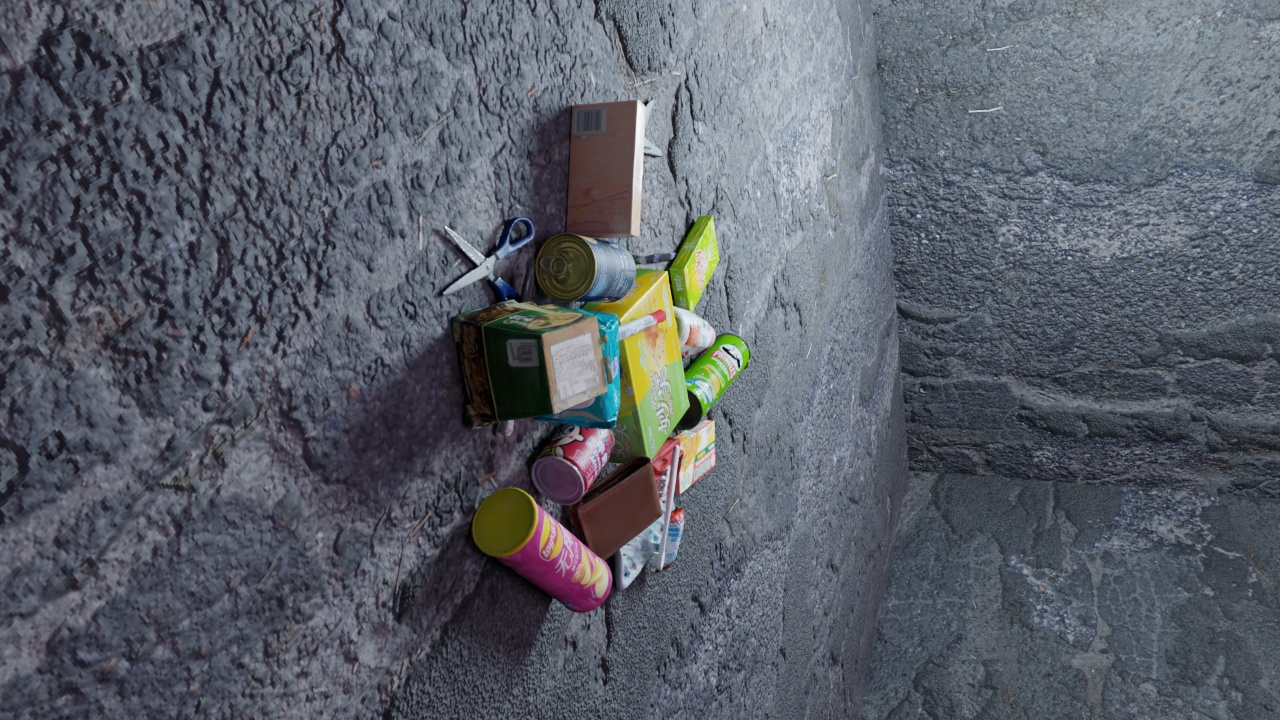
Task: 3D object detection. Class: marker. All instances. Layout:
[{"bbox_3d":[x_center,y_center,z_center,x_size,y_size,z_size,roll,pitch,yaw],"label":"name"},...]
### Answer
[{"bbox_3d":[-0.007,-0.040,1.073,0.145,0.017,0.017,-26,115,-60],"label":"marker"}]

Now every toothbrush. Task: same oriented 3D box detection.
[{"bbox_3d":[0.026,-0.146,1.309,0.188,0.017,0.014,-20,114,-66],"label":"toothbrush"},{"bbox_3d":[0.035,0.204,1.270,0.016,0.016,0.180,-20,120,-71],"label":"toothbrush"},{"bbox_3d":[-0.128,-0.010,0.958,0.015,0.018,0.181,18,79,-58],"label":"toothbrush"}]

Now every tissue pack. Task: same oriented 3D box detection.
[{"bbox_3d":[-0.072,0.010,1.001,0.050,0.093,0.133,-55,146,-67],"label":"tissue pack"}]

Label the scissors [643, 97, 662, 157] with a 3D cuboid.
[{"bbox_3d":[-0.016,-0.285,1.207,0.189,0.015,0.225,56,42,-52],"label":"scissors"}]

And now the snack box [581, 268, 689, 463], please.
[{"bbox_3d":[-0.007,0.007,1.179,0.157,0.070,0.210,-50,135,-53],"label":"snack box"}]

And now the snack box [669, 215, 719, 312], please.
[{"bbox_3d":[0.085,-0.149,1.418,0.156,0.026,0.086,-61,149,-45],"label":"snack box"}]

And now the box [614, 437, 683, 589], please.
[{"bbox_3d":[0.007,0.207,1.273,0.200,0.039,0.158,-34,135,-61],"label":"box"}]

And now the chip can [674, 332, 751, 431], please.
[{"bbox_3d":[0.104,0.029,1.425,0.235,0.072,0.072,-42,129,-57],"label":"chip can"}]

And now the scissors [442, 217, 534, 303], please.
[{"bbox_3d":[-0.148,-0.093,0.932,0.162,0.012,0.174,-65,147,-37],"label":"scissors"}]

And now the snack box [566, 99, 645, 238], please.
[{"bbox_3d":[-0.041,-0.222,1.072,0.026,0.085,0.157,5,88,-69],"label":"snack box"}]

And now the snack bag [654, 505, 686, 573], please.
[{"bbox_3d":[0.043,0.254,1.307,0.048,0.026,0.104,-2,106,-61],"label":"snack bag"}]

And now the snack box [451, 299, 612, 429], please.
[{"bbox_3d":[-0.101,0.002,0.895,0.117,0.106,0.118,-22,108,-47],"label":"snack box"}]

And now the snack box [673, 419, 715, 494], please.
[{"bbox_3d":[0.078,0.147,1.430,0.155,0.027,0.077,-24,115,-63],"label":"snack box"}]

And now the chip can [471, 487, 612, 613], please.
[{"bbox_3d":[-0.100,0.210,0.988,0.210,0.071,0.071,55,43,-53],"label":"chip can"}]

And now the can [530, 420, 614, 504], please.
[{"bbox_3d":[-0.075,0.110,1.041,0.093,0.067,0.066,-53,138,-52],"label":"can"}]

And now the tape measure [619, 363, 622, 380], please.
[{"bbox_3d":[-0.061,0.005,1.066,0.066,0.066,0.033,61,40,-51],"label":"tape measure"}]

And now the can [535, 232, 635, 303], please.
[{"bbox_3d":[-0.060,-0.103,1.049,0.111,0.075,0.075,-6,97,-66],"label":"can"}]

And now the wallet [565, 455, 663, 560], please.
[{"bbox_3d":[-0.028,0.185,1.134,0.124,0.032,0.101,-32,128,-26],"label":"wallet"}]

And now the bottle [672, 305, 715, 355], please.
[{"bbox_3d":[0.063,-0.041,1.342,0.196,0.068,0.068,3,89,-69],"label":"bottle"}]
